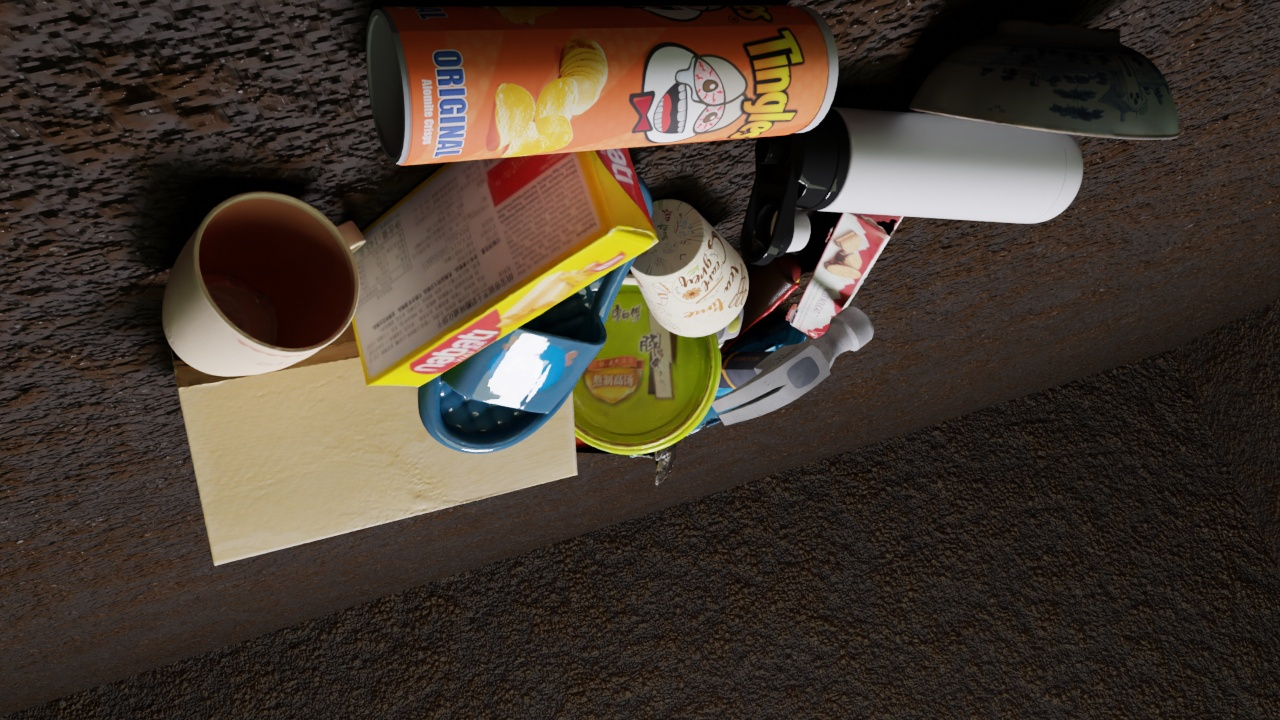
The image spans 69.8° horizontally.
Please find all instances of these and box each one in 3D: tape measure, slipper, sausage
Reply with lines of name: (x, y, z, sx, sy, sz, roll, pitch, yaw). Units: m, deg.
tape measure: (0.066, -0.046, 0.812, 0.016, 0.064, 0.065, -12, 160, -22)
slipper: (-0.058, -0.025, 0.575, 0.103, 0.059, 0.214, 21, 108, -39)
sausage: (0.095, -0.047, 0.854, 0.040, 0.040, 0.156, -6, 153, -39)

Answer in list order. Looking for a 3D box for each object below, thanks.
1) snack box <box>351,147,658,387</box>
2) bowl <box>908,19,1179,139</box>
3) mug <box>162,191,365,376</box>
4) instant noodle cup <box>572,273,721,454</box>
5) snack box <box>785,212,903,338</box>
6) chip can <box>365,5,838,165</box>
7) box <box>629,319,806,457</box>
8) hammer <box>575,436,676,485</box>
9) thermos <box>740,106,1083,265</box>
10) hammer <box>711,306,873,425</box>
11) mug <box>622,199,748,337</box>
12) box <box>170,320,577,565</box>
snack box: (-0.088, -0.063, 0.510, 0.201, 0.092, 0.042, -28, 163, 32)
bowl: (0.240, -0.168, 0.539, 0.150, 0.057, 0.150, 5, -161, -2)
mug: (-0.202, -0.041, 0.503, 0.105, 0.085, 0.111, -20, -162, 46)
instant noodle cup: (-0.005, 0.005, 0.775, 0.146, 0.146, 0.098, -20, 175, 4)
snack box: (0.178, -0.090, 0.776, 0.076, 0.044, 0.273, -55, 171, -11)
chip can: (-0.012, -0.129, 0.420, 0.210, 0.062, 0.062, -11, 164, -26)
box: (0.081, 0.035, 1.071, 0.244, 0.066, 0.090, -26, -168, 27)
hammer: (-0.125, 0.083, 0.830, 0.326, 0.036, 0.140, -3, -168, -10)
thermos: (0.178, -0.111, 0.602, 0.229, 0.101, 0.068, -1, -164, -22)
hammer: (0.092, 0.005, 0.896, 0.139, 0.035, 0.313, -36, -170, -14)
mug: (0.010, -0.072, 0.675, 0.122, 0.081, 0.097, 5, 165, 20)
box: (-0.177, 0.026, 0.632, 0.248, 0.148, 0.141, -11, 135, -25)
